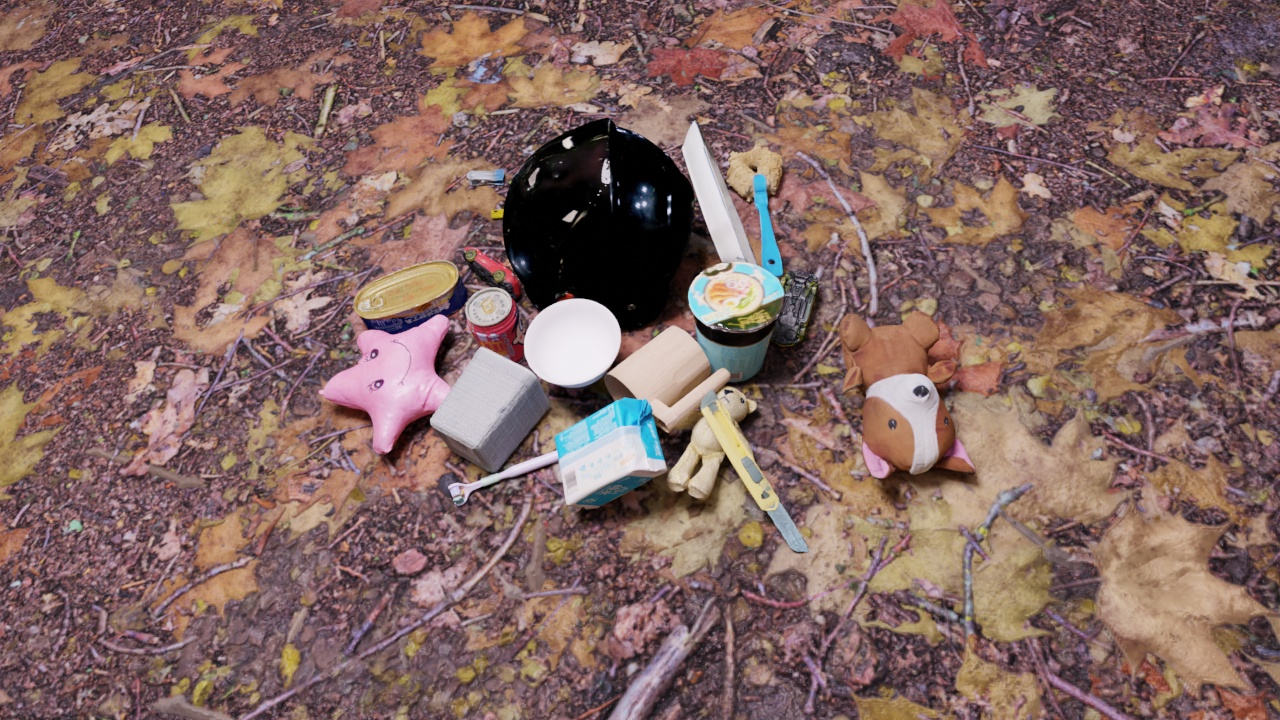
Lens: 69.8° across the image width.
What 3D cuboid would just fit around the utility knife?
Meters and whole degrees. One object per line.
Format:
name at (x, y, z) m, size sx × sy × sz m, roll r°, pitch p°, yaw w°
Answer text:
utility knife at (0.124, 0.125, 1.020) m, size 0.031 × 0.021 × 0.207 m, roll -27°, pitch 82°, yaw -19°

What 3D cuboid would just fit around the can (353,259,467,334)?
can at (-0.313, -0.085, 1.256) m, size 0.148 × 0.049 × 0.074 m, roll -21°, pitch 55°, yaw -5°

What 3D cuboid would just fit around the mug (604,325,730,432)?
mug at (0.033, 0.026, 1.091) m, size 0.103 × 0.084 × 0.125 m, roll -39°, pitch 38°, yaw -18°

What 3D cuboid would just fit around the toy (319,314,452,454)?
toy at (-0.319, 0.031, 1.163) m, size 0.178 × 0.075 × 0.194 m, roll -14°, pitch 56°, yaw 1°

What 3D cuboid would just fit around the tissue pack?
tissue pack at (-0.036, 0.107, 1.035) m, size 0.140 × 0.063 × 0.090 m, roll -32°, pitch 59°, yaw 36°

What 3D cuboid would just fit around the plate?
plate at (0.103, -0.195, 1.197) m, size 0.034 × 0.162 × 0.265 m, roll -23°, pitch 55°, yaw 12°

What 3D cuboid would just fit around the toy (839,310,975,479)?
toy at (0.295, 0.039, 1.029) m, size 0.140 × 0.131 × 0.199 m, roll -4°, pitch 65°, yaw 0°

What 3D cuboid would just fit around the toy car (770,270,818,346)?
toy car at (0.194, -0.064, 1.164) m, size 0.048 × 0.032 × 0.105 m, roll 13°, pitch 71°, yaw 18°

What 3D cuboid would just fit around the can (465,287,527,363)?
can at (-0.183, -0.042, 1.177) m, size 0.066 × 0.094 × 0.066 m, roll -5°, pitch 55°, yaw 7°

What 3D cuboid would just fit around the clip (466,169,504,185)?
clip at (-0.234, -0.277, 1.394) m, size 0.057 × 0.033 × 0.025 m, roll -2°, pitch 58°, yaw 0°

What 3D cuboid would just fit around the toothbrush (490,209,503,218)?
toothbrush at (-0.126, -0.223, 1.338) m, size 0.190 × 0.017 × 0.015 m, roll -4°, pitch 55°, yaw 8°

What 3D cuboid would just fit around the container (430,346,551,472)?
container at (-0.183, 0.063, 1.112) m, size 0.090 × 0.090 × 0.114 m, roll 25°, pitch 67°, yaw 25°

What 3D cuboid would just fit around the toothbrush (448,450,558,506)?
toothbrush at (-0.136, 0.128, 1.099) m, size 0.189 × 0.029 × 0.021 m, roll -21°, pitch 18°, yaw -5°

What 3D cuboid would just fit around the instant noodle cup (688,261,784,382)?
instant noodle cup at (0.113, -0.039, 1.103) m, size 0.111 × 0.121 × 0.111 m, roll -2°, pitch 53°, yaw 2°

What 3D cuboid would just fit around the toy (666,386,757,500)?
toy at (0.079, 0.092, 1.056) m, size 0.105 × 0.066 × 0.156 m, roll 19°, pitch 55°, yaw 15°

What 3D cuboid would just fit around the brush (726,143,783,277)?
brush at (0.165, -0.207, 1.252) m, size 0.083 × 0.046 × 0.254 m, roll -5°, pitch 50°, yaw 3°

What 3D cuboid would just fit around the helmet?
helmet at (-0.066, -0.181, 1.183) m, size 0.275 × 0.230 × 0.233 m, roll -19°, pitch 50°, yaw 21°

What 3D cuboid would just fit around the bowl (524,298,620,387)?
bowl at (-0.078, -0.009, 1.127) m, size 0.118 × 0.065 × 0.118 m, roll -4°, pitch 62°, yaw 7°

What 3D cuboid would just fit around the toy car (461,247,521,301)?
toy car at (-0.205, -0.123, 1.263) m, size 0.106 × 0.049 × 0.031 m, roll 34°, pitch 67°, yaw 28°
